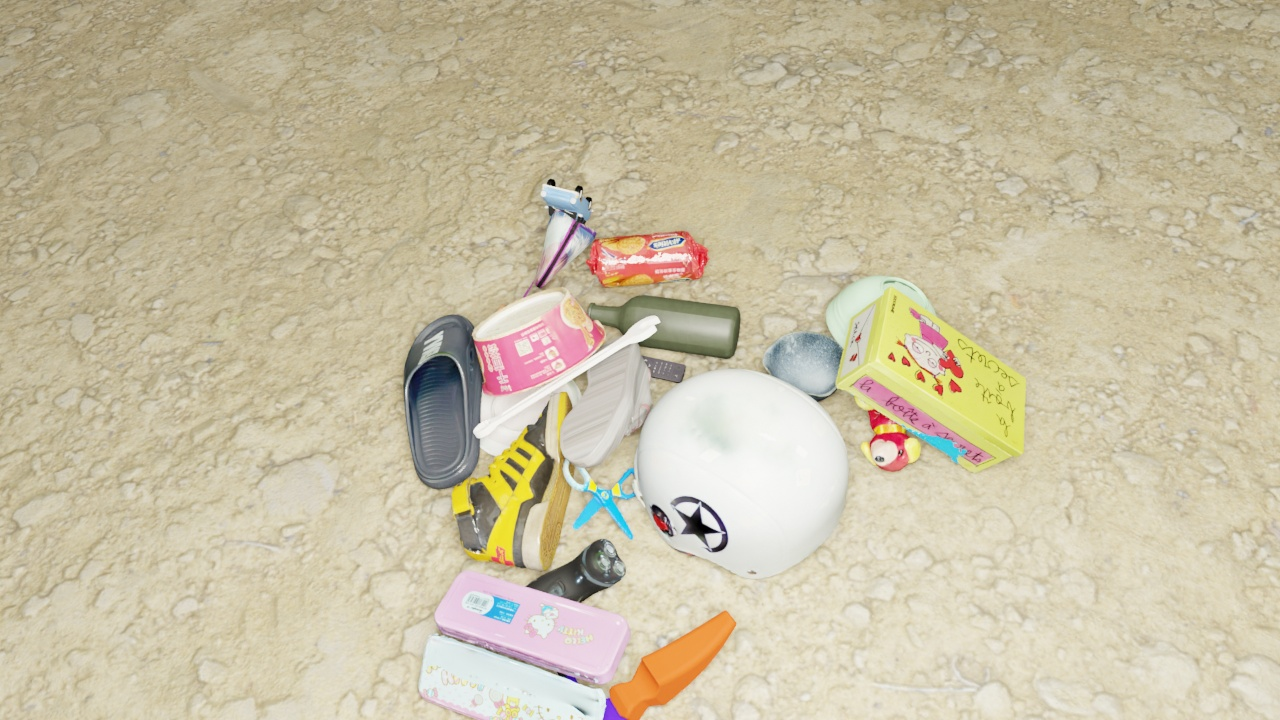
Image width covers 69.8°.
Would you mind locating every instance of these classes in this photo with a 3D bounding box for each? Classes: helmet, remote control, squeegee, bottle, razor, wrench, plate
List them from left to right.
[{"bbox_3d":[-0.154,0.063,1.216,0.157,0.014,0.156,-3,51,4],"label":"plate"},{"bbox_3d":[-0.085,0.253,1.025,0.140,0.064,0.053,-31,71,-5],"label":"razor"},{"bbox_3d":[-0.092,0.020,1.156,0.273,0.009,0.047,-32,21,-3],"label":"wrench"},{"bbox_3d":[-0.007,0.007,1.245,0.136,0.015,0.032,12,54,12],"label":"remote control"},{"bbox_3d":[0.030,-0.051,1.252,0.207,0.071,0.071,8,53,12],"label":"bottle"},{"bbox_3d":[0.024,0.327,0.958,0.184,0.055,0.249,-38,48,-4],"label":"squeegee"},{"bbox_3d":[0.111,0.103,1.063,0.264,0.164,0.236,34,60,29],"label":"helmet"}]

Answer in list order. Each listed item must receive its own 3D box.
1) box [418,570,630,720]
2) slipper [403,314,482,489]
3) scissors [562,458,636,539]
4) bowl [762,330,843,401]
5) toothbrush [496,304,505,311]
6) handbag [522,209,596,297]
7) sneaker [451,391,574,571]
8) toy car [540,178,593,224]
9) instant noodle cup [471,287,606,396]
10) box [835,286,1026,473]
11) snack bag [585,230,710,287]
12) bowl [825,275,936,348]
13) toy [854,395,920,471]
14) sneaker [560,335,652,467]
[{"bbox_3d":[-0.126,0.314,0.964,0.214,0.051,0.148,10,71,21],"label":"box"},{"bbox_3d":[-0.269,0.038,1.198,0.111,0.083,0.267,-17,53,8],"label":"slipper"},{"bbox_3d":[-0.046,0.159,1.096,0.130,0.014,0.125,44,45,1],"label":"scissors"},{"bbox_3d":[0.214,0.017,1.188,0.110,0.055,0.110,-3,51,4],"label":"bowl"},{"bbox_3d":[-0.218,-0.028,1.293,0.017,0.022,0.134,19,56,-2],"label":"toothbrush"},{"bbox_3d":[-0.135,-0.122,1.304,0.068,0.145,0.169,31,80,-9],"label":"handbag"},{"bbox_3d":[-0.151,0.141,1.108,0.122,0.086,0.238,0,49,9],"label":"sneaker"},{"bbox_3d":[-0.110,-0.232,1.378,0.056,0.153,0.055,15,91,6],"label":"toy car"},{"bbox_3d":[-0.141,-0.032,1.196,0.179,0.078,0.178,-22,19,8],"label":"instant noodle cup"},{"bbox_3d":[0.349,0.026,1.087,0.221,0.082,0.124,31,53,-10],"label":"box"},{"bbox_3d":[0.010,-0.149,1.331,0.176,0.082,0.082,-5,51,1],"label":"snack bag"},{"bbox_3d":[0.325,-0.058,1.194,0.151,0.077,0.150,13,43,-13],"label":"bowl"},{"bbox_3d":[0.304,0.070,1.127,0.105,0.067,0.137,12,64,-32],"label":"toy"},{"bbox_3d":[-0.029,0.066,1.135,0.099,0.089,0.235,-22,28,27],"label":"sneaker"}]
